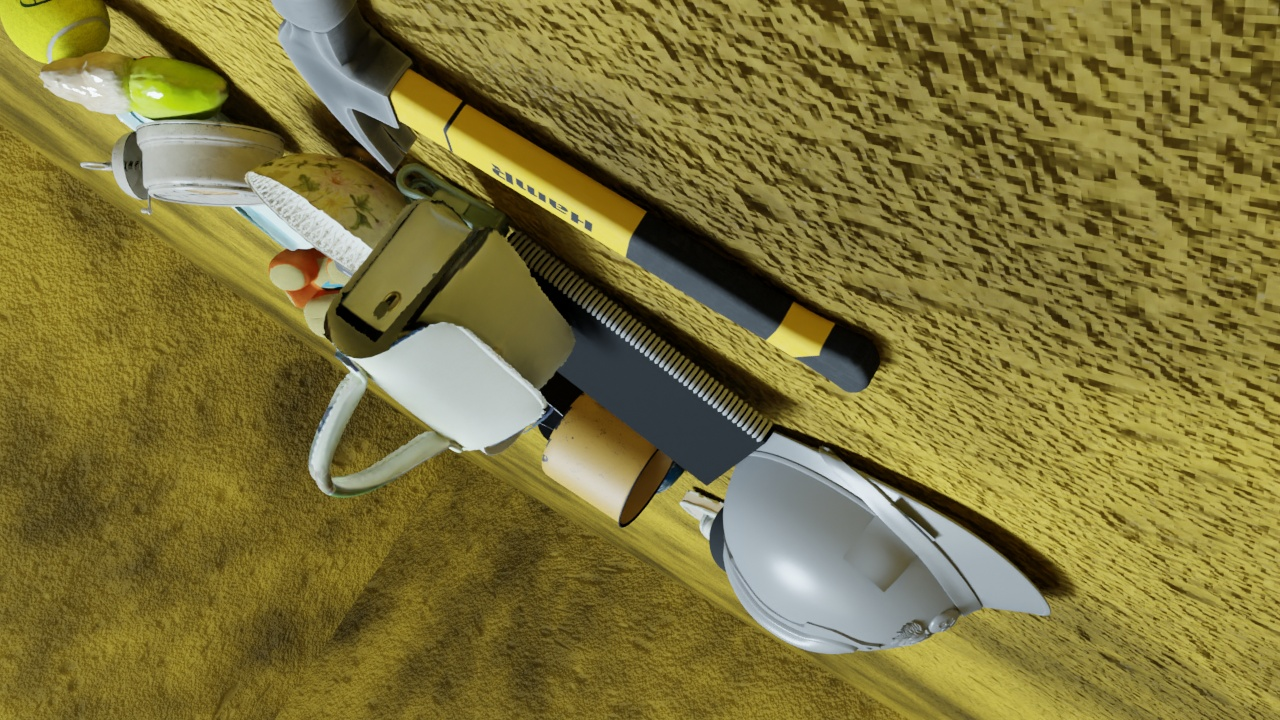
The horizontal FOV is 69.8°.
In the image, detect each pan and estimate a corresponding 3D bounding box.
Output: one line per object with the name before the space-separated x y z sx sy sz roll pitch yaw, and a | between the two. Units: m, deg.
pan | -0.119 0.042 1.015 0.204 0.044 0.356 26 165 28

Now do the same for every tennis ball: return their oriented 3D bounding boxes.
tennis ball | -0.409 -0.240 0.643 0.065 0.065 0.065 31 166 8

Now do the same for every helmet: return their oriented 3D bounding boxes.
helmet | 0.136 0.150 0.657 0.271 0.117 0.183 26 165 42

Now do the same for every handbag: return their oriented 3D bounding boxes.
handbag | -0.124 0.014 0.550 0.074 0.175 0.151 30 165 30

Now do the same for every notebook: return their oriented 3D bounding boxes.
notebook | -0.014 0.006 0.640 0.206 0.016 0.149 37 159 3

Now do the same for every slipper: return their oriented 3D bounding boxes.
slipper | 0.160 0.228 1.029 0.273 0.054 0.114 26 170 23

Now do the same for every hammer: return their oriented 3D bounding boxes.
hammer | -0.028 -0.075 0.446 0.324 0.034 0.170 31 168 2

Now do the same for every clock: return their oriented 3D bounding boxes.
clock | -0.350 -0.145 0.707 0.157 0.061 0.103 0 -178 -1

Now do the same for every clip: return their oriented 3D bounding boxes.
clip | -0.119 -0.098 0.581 0.076 0.023 0.043 29 164 8

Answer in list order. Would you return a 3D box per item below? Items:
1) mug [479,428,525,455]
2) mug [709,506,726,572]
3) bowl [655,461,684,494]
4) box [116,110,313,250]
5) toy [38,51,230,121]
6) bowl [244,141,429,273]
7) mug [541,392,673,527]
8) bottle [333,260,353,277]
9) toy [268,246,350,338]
mug | -0.152 0.023 0.819 0.089 0.071 0.107 32 154 20
mug | 0.135 0.177 0.872 0.113 0.078 0.088 11 178 -29
bowl | -0.015 0.115 1.004 0.114 0.060 0.114 30 165 8
box | -0.359 -0.177 0.815 0.126 0.074 0.197 2 153 31
toy | -0.360 -0.196 0.657 0.117 0.043 0.092 -1 -174 -30
bowl | -0.190 -0.103 0.633 0.145 0.063 0.145 30 165 9
mug | -0.025 0.078 0.847 0.094 0.100 0.124 31 126 17
bottle | -0.187 -0.059 0.813 0.174 0.046 0.084 35 166 -8
toy | -0.300 -0.066 0.949 0.112 0.096 0.176 -5 163 8
